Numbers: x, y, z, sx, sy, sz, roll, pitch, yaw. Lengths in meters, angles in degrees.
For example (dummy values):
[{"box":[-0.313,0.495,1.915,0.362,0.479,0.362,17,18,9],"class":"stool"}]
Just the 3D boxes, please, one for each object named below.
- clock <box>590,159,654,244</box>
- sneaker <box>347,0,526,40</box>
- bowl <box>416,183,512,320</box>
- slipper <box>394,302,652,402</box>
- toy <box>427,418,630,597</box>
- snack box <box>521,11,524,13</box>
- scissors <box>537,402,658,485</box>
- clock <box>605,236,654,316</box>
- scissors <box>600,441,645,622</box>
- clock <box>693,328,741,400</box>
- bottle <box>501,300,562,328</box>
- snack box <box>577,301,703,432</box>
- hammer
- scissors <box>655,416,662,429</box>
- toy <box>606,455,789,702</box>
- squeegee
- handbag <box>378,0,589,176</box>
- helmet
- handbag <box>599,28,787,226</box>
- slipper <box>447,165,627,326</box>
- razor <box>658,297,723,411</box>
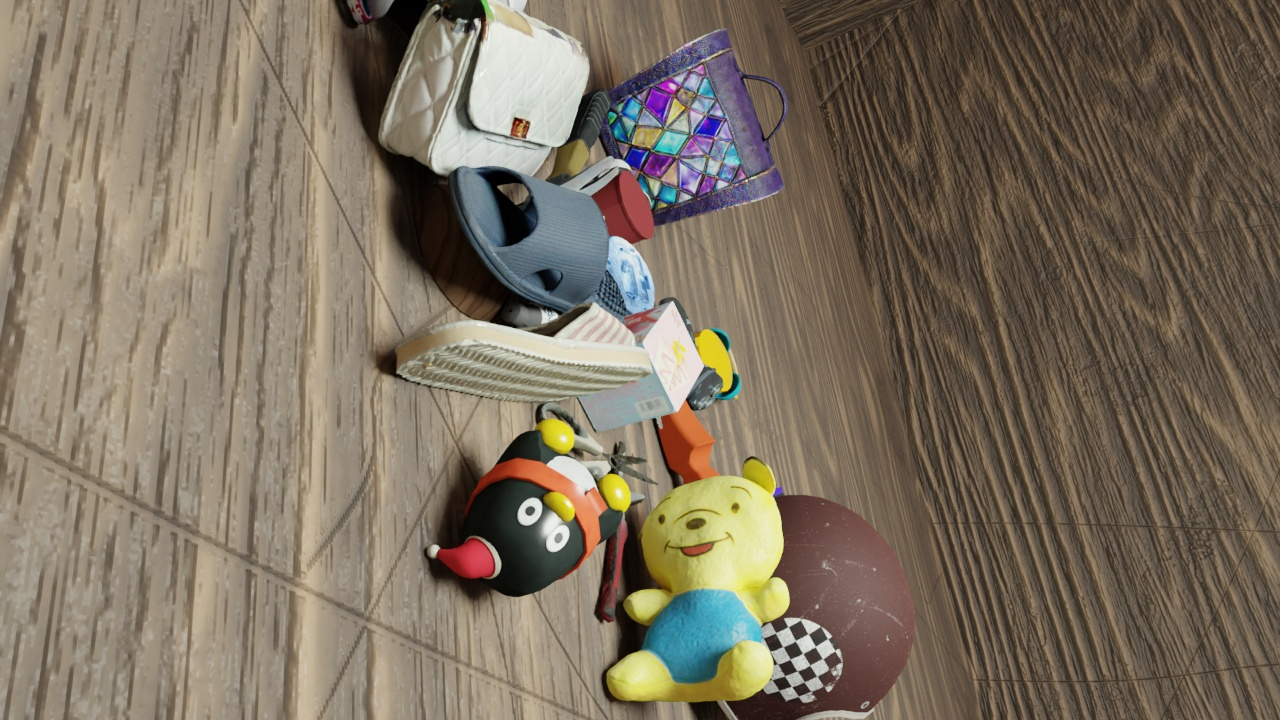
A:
[{"box":[-0.021,-0.181,1.075,0.087,0.044,0.124,52,28,-39],"class":"clock"},{"box":[-0.210,-0.333,0.707,0.263,0.097,0.128,43,58,-34],"class":"sneaker"},{"box":[-0.133,-0.094,0.754,0.119,0.032,0.119,49,31,-44],"class":"bowl"},{"box":[-0.080,-0.009,0.710,0.262,0.115,0.052,9,63,-59],"class":"slipper"},{"box":[-0.077,0.115,0.634,0.097,0.100,0.119,45,33,-7],"class":"toy"},{"box":[-0.136,-0.317,0.928,0.186,0.032,0.100,59,25,-28],"class":"snack box"},{"box":[-0.034,0.094,0.822,0.163,0.013,0.153,47,21,-22],"class":"scissors"},{"box":[-0.037,-0.082,0.938,0.125,0.052,0.088,16,58,-52],"class":"clock"},{"box":[-0.037,0.132,0.823,0.179,0.015,0.199,52,28,-40],"class":"scissors"},{"box":[0.095,0.004,1.208,0.129,0.044,0.099,5,68,-59],"class":"clock"},{"box":[-0.081,-0.023,0.801,0.112,0.047,0.047,35,42,-57],"class":"bottle"},{"box":[-0.005,0.005,0.885,0.079,0.093,0.094,64,30,-17],"class":"snack box"},{"box":[-0.065,-0.220,0.936,0.332,0.118,0.025,-81,148,-59],"class":"hammer"},{"box":[-0.009,-0.008,0.985,0.165,0.014,0.141,52,46,-4],"class":"scissors"},{"box":[0.057,0.197,0.808,0.084,0.149,0.213,62,26,-45],"class":"toy"},{"box":[0.051,0.092,1.011,0.249,0.055,0.184,-9,78,-49],"class":"squeegee"},{"box":[-0.115,-0.212,0.741,0.072,0.139,0.194,32,18,13],"class":"handbag"},{"box":[0.147,0.265,0.921,0.234,0.254,0.233,56,15,-16],"class":"helmet"},{"box":[0.077,-0.288,1.154,0.205,0.222,0.125,67,22,-13],"class":"handbag"},{"box":[-0.060,-0.097,0.759,0.263,0.083,0.101,34,29,-60],"class":"slipper"},{"box":[0.057,-0.010,1.095,0.053,0.064,0.140,1,72,-68],"class":"razor"}]
